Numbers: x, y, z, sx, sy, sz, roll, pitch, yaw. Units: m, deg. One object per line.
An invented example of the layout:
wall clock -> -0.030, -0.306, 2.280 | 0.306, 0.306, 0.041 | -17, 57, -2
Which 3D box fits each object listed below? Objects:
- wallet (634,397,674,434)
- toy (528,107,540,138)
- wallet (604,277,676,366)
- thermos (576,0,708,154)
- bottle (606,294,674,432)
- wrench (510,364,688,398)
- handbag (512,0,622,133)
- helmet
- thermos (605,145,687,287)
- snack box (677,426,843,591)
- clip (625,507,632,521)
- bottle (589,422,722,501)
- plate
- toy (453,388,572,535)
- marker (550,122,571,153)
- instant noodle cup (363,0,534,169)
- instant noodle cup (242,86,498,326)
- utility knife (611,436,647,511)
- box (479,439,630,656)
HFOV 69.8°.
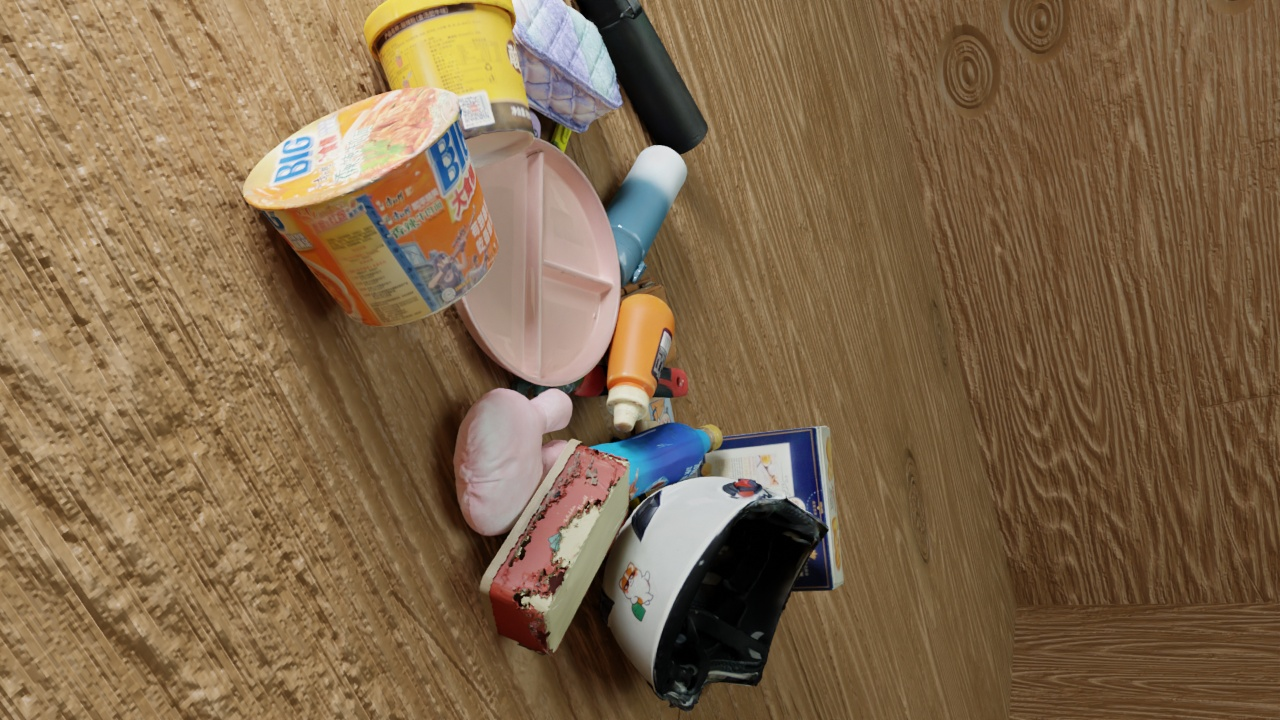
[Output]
wallet -> 0.017, 0.078, 1.043 | 0.087, 0.024, 0.115 | -21, 101, -66
toy -> -0.131, -0.229, 0.844 | 0.107, 0.039, 0.083 | 6, 58, -59
wallet -> -0.004, -0.033, 1.026 | 0.131, 0.031, 0.108 | -30, 112, -59
thermos -> 0.004, -0.349, 1.078 | 0.068, 0.090, 0.242 | -44, 132, -6
bottle -> -0.005, 0.005, 0.913 | 0.067, 0.067, 0.149 | 51, 39, -43
wrench -> -0.032, 0.025, 0.934 | 0.272, 0.016, 0.056 | -4, 81, -52
handbag -> -0.103, -0.301, 0.868 | 0.193, 0.076, 0.134 | 13, 54, -60
helmet -> 0.053, 0.210, 0.918 | 0.273, 0.157, 0.230 | 12, 101, -52
thermos -> -0.005, -0.160, 1.025 | 0.070, 0.070, 0.219 | 61, 34, -32
snack box -> 0.134, 0.174, 1.058 | 0.045, 0.183, 0.178 | 11, 73, -61
clip -> -0.021, 0.157, 0.953 | 0.057, 0.048, 0.014 | 56, 36, -42
bottle -> 0.017, 0.102, 0.956 | 0.218, 0.065, 0.065 | -13, 94, -51
plate -> -0.096, -0.090, 0.842 | 0.229, 0.028, 0.229 | 13, 75, -54
toy -> -0.105, 0.081, 0.784 | 0.159, 0.054, 0.121 | -18, 110, -62
marker -> -0.088, -0.206, 0.939 | 0.018, 0.015, 0.123 | 46, 45, -42
instant noodle cup -> -0.143, -0.217, 0.721 | 0.118, 0.119, 0.114 | -14, 87, -61
instant noodle cup -> -0.173, -0.102, 0.630 | 0.151, 0.152, 0.111 | -68, 147, -43
utility knife -> 0.004, 0.161, 1.001 | 0.033, 0.015, 0.181 | -50, 125, -50
box -> -0.059, 0.157, 0.777 | 0.091, 0.076, 0.167 | 90, 23, -46
